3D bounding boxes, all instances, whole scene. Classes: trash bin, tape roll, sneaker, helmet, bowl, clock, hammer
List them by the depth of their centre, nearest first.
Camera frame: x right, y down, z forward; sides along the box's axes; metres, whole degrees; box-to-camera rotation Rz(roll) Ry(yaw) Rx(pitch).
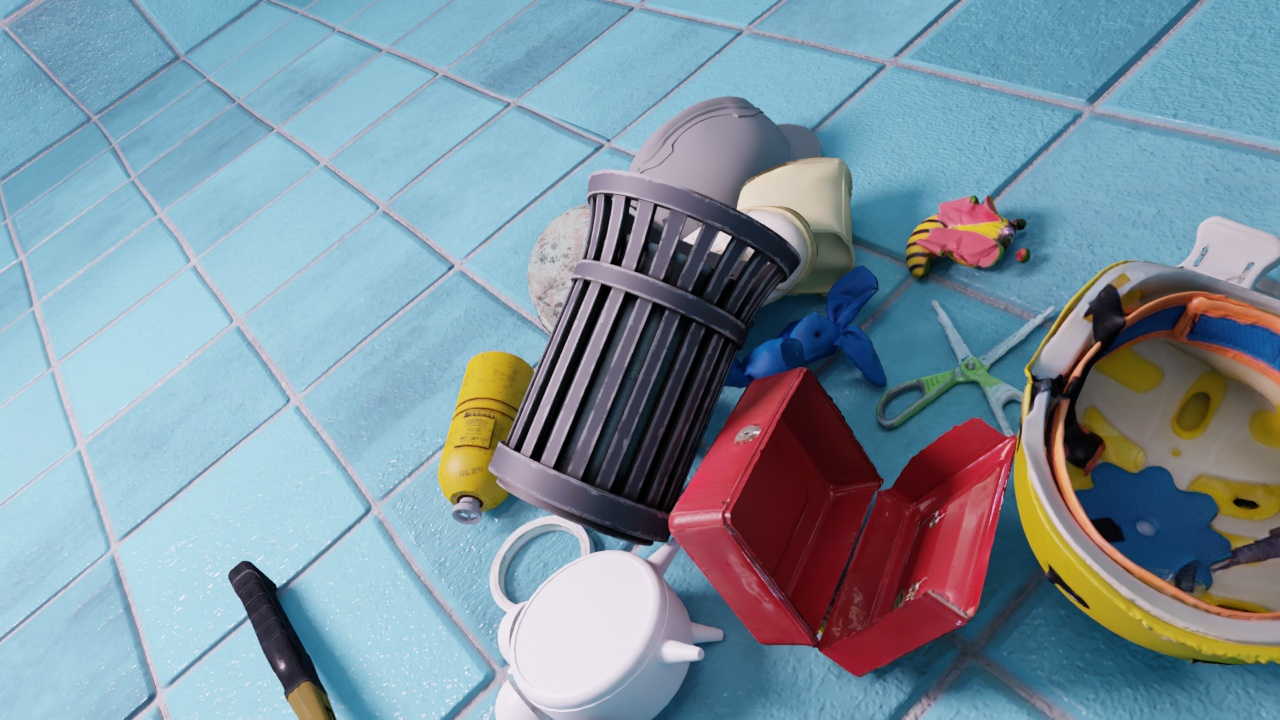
[{"bbox_3d":[0.314,0.075,0.534,0.209,0.140,0.239,26,65,21],"label":"helmet"},{"bbox_3d":[-0.027,0.208,0.660,0.161,0.073,0.125,-26,33,11],"label":"clock"},{"bbox_3d":[-0.004,0.004,0.664,0.164,0.164,0.227,19,85,40],"label":"trash bin"},{"bbox_3d":[-0.273,0.253,0.732,0.025,0.118,0.333,-42,38,-16],"label":"hammer"},{"bbox_3d":[-0.081,0.172,0.761,0.093,0.013,0.092,-16,45,16],"label":"tape roll"},{"bbox_3d":[0.031,-0.060,0.791,0.242,0.089,0.102,-28,-4,31],"label":"sneaker"},{"bbox_3d":[-0.062,-0.098,0.943,0.158,0.038,0.157,-14,66,33],"label":"bowl"},{"bbox_3d":[0.054,-0.206,0.967,0.271,0.118,0.183,-34,42,-2],"label":"helmet"}]

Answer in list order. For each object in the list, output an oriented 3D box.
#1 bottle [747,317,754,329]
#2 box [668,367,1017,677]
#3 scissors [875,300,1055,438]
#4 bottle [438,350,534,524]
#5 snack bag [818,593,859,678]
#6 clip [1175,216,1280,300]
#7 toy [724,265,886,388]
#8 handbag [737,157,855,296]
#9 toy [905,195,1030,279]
[{"bbox_3d":[0.096,-0.072,0.877,0.036,0.036,0.109,-16,44,15],"label":"bottle"},{"bbox_3d":[0.118,0.093,0.600,0.168,0.154,0.156,31,48,4],"label":"box"},{"bbox_3d":[0.265,0.010,0.726,0.171,0.022,0.174,-35,37,-2],"label":"scissors"},{"bbox_3d":[-0.144,0.074,0.846,0.071,0.071,0.163,-12,45,19],"label":"bottle"},{"bbox_3d":[0.130,0.175,0.635,0.026,0.020,0.099,-33,42,-6],"label":"snack bag"},{"bbox_3d":[0.394,-0.030,0.660,0.142,0.073,0.124,-45,46,-5],"label":"clip"},{"bbox_3d":[0.132,-0.008,0.776,0.176,0.071,0.112,-19,45,-2],"label":"toy"},{"bbox_3d":[0.143,-0.125,0.858,0.111,0.081,0.119,-2,46,13],"label":"handbag"},{"bbox_3d":[0.282,-0.107,0.804,0.104,0.046,0.084,-10,59,27],"label":"toy"}]
